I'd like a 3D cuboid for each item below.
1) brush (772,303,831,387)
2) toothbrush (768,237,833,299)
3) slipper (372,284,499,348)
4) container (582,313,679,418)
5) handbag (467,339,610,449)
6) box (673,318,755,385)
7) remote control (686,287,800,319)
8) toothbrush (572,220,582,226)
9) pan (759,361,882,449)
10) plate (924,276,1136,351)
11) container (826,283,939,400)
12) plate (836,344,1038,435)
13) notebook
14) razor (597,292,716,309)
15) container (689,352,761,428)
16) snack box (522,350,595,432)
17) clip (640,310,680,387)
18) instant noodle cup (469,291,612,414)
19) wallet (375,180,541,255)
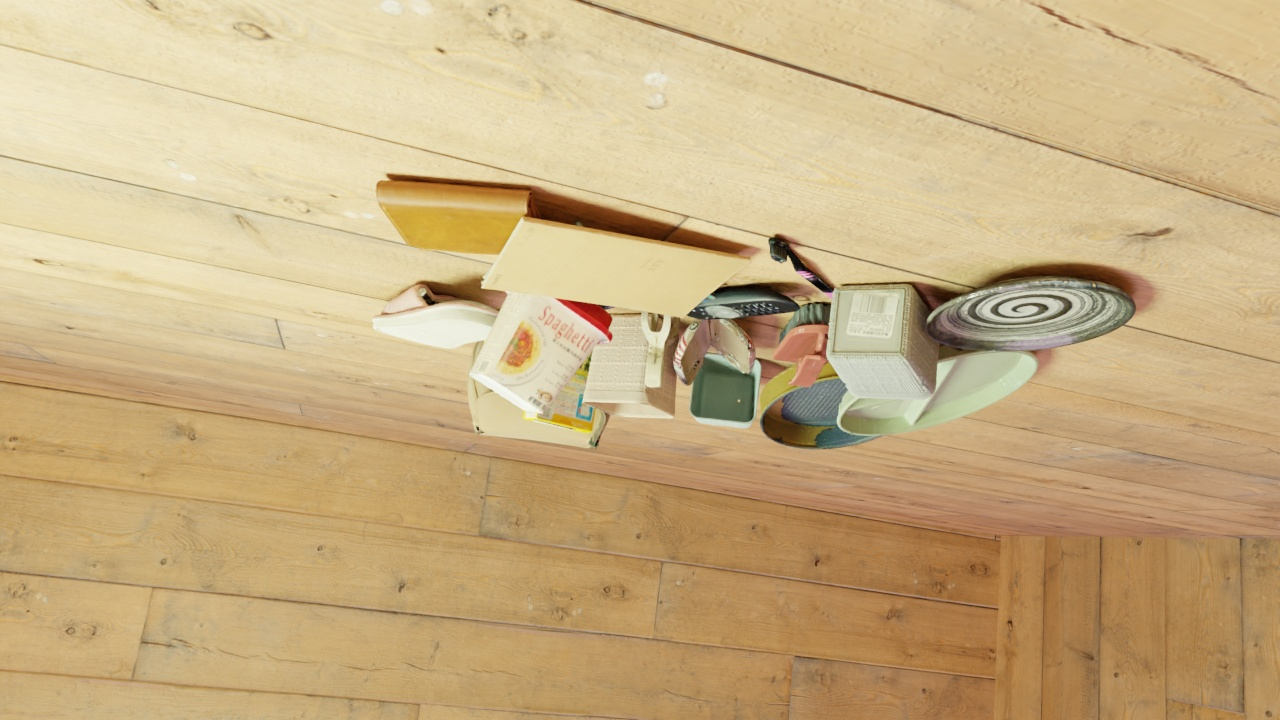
[{"bbox_3d":[0.186,-0.013,1.004,0.063,0.069,0.146,6,167,1],"label":"brush"},{"bbox_3d":[0.158,-0.077,0.859,0.014,0.017,0.189,-2,165,30],"label":"toothbrush"},{"bbox_3d":[-0.241,-0.054,1.102,0.114,0.054,0.275,17,169,-32],"label":"slipper"},{"bbox_3d":[-0.007,0.006,1.105,0.090,0.110,0.090,1,166,29],"label":"container"},{"bbox_3d":[-0.128,0.035,1.221,0.204,0.147,0.100,8,160,-7],"label":"handbag"},{"bbox_3d":[0.084,-0.004,1.073,0.075,0.085,0.162,47,178,12],"label":"box"},{"bbox_3d":[0.102,-0.060,0.947,0.137,0.024,0.053,-3,165,42],"label":"remote control"},{"bbox_3d":[-0.056,-0.088,0.910,0.026,0.027,0.225,-29,171,-8],"label":"toothbrush"},{"bbox_3d":[0.268,0.031,1.116,0.197,0.078,0.358,3,148,-11],"label":"pan"},{"bbox_3d":[0.353,-0.046,0.841,0.179,0.024,0.179,2,163,0],"label":"plate"},{"bbox_3d":[0.238,-0.020,0.907,0.090,0.090,0.114,0,163,28],"label":"container"},{"bbox_3d":[0.334,0.032,1.049,0.230,0.027,0.230,-11,157,-5],"label":"plate"},{"bbox_3d":[-0.027,-0.083,0.848,0.211,0.012,0.150,7,161,-20],"label":"notebook"},{"bbox_3d":[0.010,-0.070,0.960,0.143,0.022,0.042,-6,160,40],"label":"razor"},{"bbox_3d":[0.117,0.046,1.270,0.090,0.090,0.111,6,170,7],"label":"container"},{"bbox_3d":[-0.088,0.012,1.108,0.086,0.140,0.034,17,169,-40],"label":"snack box"},{"bbox_3d":[0.018,-0.030,1.010,0.035,0.099,0.098,6,138,13],"label":"clip"},{"bbox_3d":[-0.109,-0.017,0.960,0.116,0.124,0.117,36,167,-18],"label":"instant noodle cup"},{"bbox_3d":[-0.151,-0.119,0.807,0.131,0.035,0.119,5,166,5],"label":"wallet"}]
